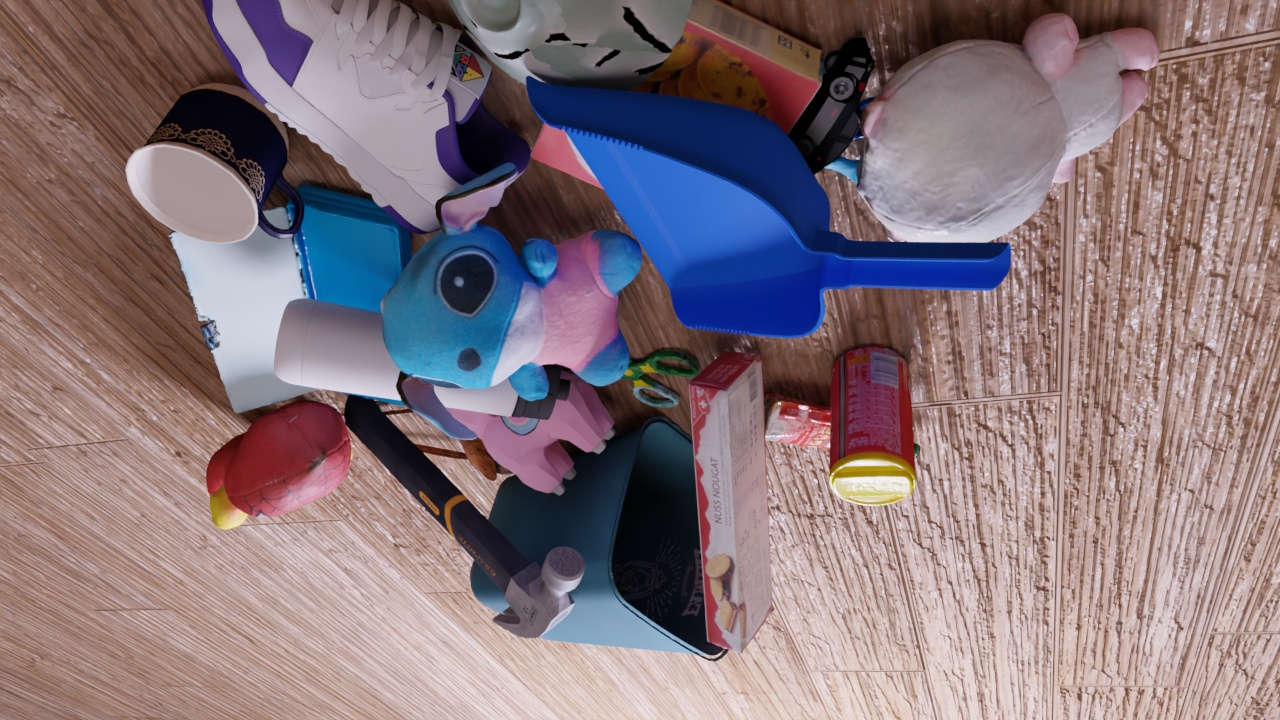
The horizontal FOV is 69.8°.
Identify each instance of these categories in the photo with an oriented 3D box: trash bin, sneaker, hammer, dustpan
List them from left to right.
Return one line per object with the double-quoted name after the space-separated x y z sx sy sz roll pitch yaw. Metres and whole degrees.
-0.157 -0.182 0.569 0.111 0.091 0.244 -13 140 24 "sneaker"
-0.181 0.134 0.871 0.312 0.035 0.140 41 133 21 "hammer"
-0.036 0.192 0.940 0.219 0.196 0.199 -16 135 38 "trash bin"
0.087 -0.079 0.557 0.258 0.059 0.245 4 155 26 "dustpan"

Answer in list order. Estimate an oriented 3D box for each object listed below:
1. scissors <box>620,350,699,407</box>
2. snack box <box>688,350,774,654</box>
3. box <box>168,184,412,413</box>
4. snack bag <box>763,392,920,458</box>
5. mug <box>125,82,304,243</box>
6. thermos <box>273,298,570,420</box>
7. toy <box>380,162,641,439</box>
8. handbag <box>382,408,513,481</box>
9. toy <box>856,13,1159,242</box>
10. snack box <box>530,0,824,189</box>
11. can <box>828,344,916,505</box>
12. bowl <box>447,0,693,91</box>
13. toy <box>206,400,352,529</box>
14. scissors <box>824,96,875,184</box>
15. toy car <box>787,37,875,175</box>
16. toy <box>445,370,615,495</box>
-0.012 0.013 0.841 0.132 0.012 0.108 5 142 6 "scissors"
0.082 0.130 0.823 0.044 0.076 0.273 9 118 31 "snack box"
-0.280 -0.045 0.788 0.175 0.060 0.244 -3 143 -13 "box"
0.184 0.068 0.844 0.155 0.044 0.087 14 160 -7 "snack bag"
-0.284 -0.137 0.646 0.112 0.089 0.086 33 136 -27 "mug"
-0.172 -0.007 0.758 0.229 0.101 0.069 10 123 -13 "thermos"
-0.087 -0.046 0.661 0.191 0.099 0.225 -6 129 -31 "toy"
-0.215 0.080 0.948 0.196 0.043 0.094 4 140 13 "handbag"
0.217 -0.137 0.546 0.180 0.101 0.139 -27 136 6 "toy"
0.019 -0.163 0.589 0.142 0.040 0.145 21 140 -11 "snack box"
0.190 0.053 0.758 0.067 0.124 0.067 6 140 5 "can"
-0.062 -0.207 0.489 0.174 0.067 0.174 20 138 19 "bowl"
-0.364 0.105 0.922 0.217 0.147 0.099 -21 109 51 "toy"
0.115 -0.147 0.617 0.135 0.016 0.083 6 139 16 "scissors"
0.120 -0.154 0.570 0.036 0.042 0.092 23 128 -12 "toy car"
-0.111 0.050 0.855 0.157 0.067 0.123 41 108 -1 "toy"
